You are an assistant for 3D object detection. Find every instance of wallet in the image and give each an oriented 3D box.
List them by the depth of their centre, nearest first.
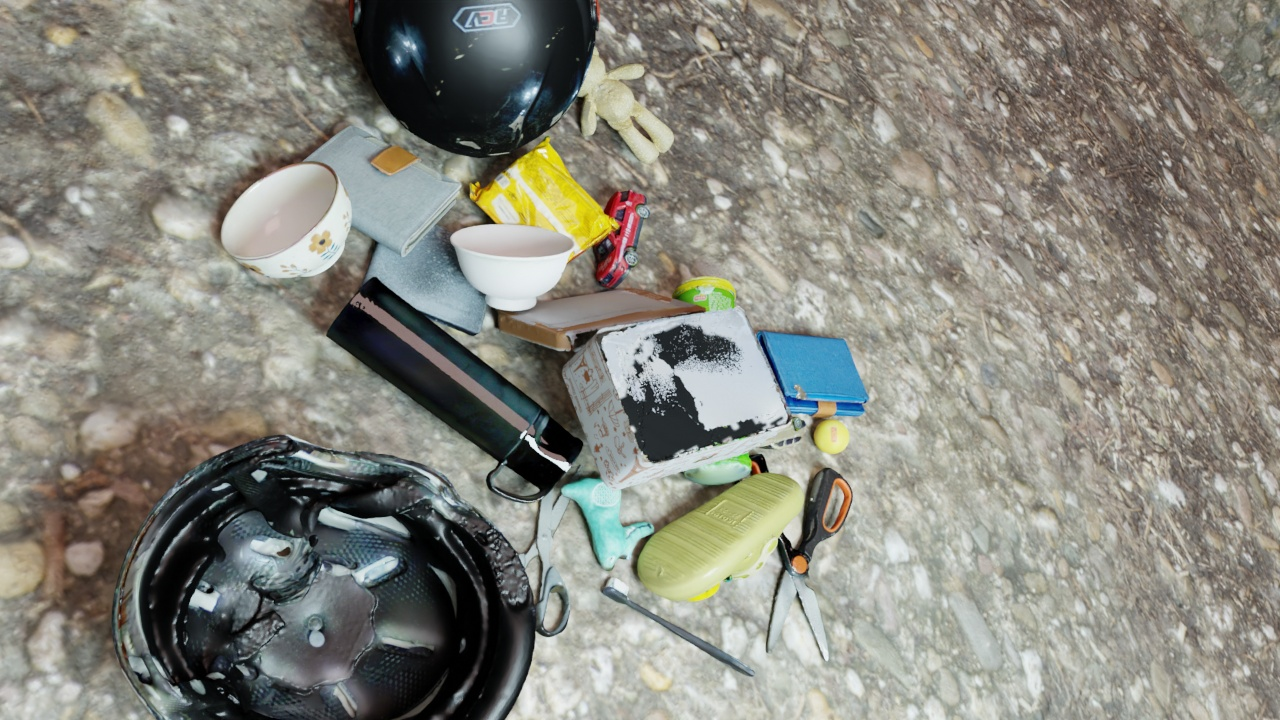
[{"bbox_3d":[-0.251,-0.169,0.876,0.130,0.037,0.106,31,54,3],"label":"wallet"},{"bbox_3d":[-0.202,-0.085,0.896,0.120,0.019,0.097,23,60,-23],"label":"wallet"},{"bbox_3d":[0.203,0.017,1.087,0.133,0.040,0.106,3,58,-31],"label":"wallet"}]

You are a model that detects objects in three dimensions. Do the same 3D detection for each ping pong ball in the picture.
[{"bbox_3d":[0.221,0.088,1.062,0.040,0.040,0.040,14,61,-26],"label":"ping pong ball"}]

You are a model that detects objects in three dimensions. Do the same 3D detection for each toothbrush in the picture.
[{"bbox_3d":[0.040,0.260,0.884,0.181,0.016,0.018,35,45,-13],"label":"toothbrush"}]

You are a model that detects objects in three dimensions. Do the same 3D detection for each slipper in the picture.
[{"bbox_3d":[0.089,0.184,0.902,0.190,0.092,0.082,-32,117,-25],"label":"slipper"}]

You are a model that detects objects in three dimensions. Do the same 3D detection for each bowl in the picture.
[{"bbox_3d":[-0.300,-0.113,0.806,0.062,0.114,0.113,61,36,-49],"label":"bowl"},{"bbox_3d":[-0.124,-0.086,0.889,0.118,0.118,0.065,-12,117,-35],"label":"bowl"}]

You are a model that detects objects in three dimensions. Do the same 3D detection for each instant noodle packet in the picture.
[{"bbox_3d":[-0.103,-0.158,0.960,0.110,0.044,0.128,-38,89,-14],"label":"instant noodle packet"}]

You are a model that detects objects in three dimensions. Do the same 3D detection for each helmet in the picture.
[{"bbox_3d":[-0.230,0.185,0.661,0.274,0.157,0.229,24,62,-25],"label":"helmet"},{"bbox_3d":[-0.156,-0.317,0.881,0.233,0.275,0.230,-5,97,-11],"label":"helmet"}]

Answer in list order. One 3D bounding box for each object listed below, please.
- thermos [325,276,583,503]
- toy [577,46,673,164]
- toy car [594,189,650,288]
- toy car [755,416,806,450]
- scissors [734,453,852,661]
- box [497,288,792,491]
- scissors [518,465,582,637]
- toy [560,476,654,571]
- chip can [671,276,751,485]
[{"bbox_3d":[-0.169,0.033,0.825,0.242,0.069,0.089,39,59,-9],"label":"thermos"},{"bbox_3d":[-0.027,-0.300,1.085,0.157,0.066,0.105,43,95,-12],"label":"toy"},{"bbox_3d":[-0.025,-0.135,1.009,0.045,0.053,0.120,22,55,-20],"label":"toy car"},{"bbox_3d":[0.143,0.082,1.014,0.090,0.042,0.035,-7,94,-40],"label":"toy car"},{"bbox_3d":[0.162,0.198,0.989,0.225,0.022,0.220,48,57,-2],"label":"scissors"},{"bbox_3d":[0.001,-0.004,0.869,0.178,0.130,0.272,-12,45,-35],"label":"box"},{"bbox_3d":[-0.089,0.172,0.849,0.162,0.014,0.166,-22,79,-40],"label":"scissors"},{"bbox_3d":[-0.029,0.154,0.883,0.096,0.030,0.092,-8,80,-41],"label":"toy"},{"bbox_3d":[0.075,0.023,0.982,0.072,0.073,0.221,11,62,-27],"label":"chip can"}]
